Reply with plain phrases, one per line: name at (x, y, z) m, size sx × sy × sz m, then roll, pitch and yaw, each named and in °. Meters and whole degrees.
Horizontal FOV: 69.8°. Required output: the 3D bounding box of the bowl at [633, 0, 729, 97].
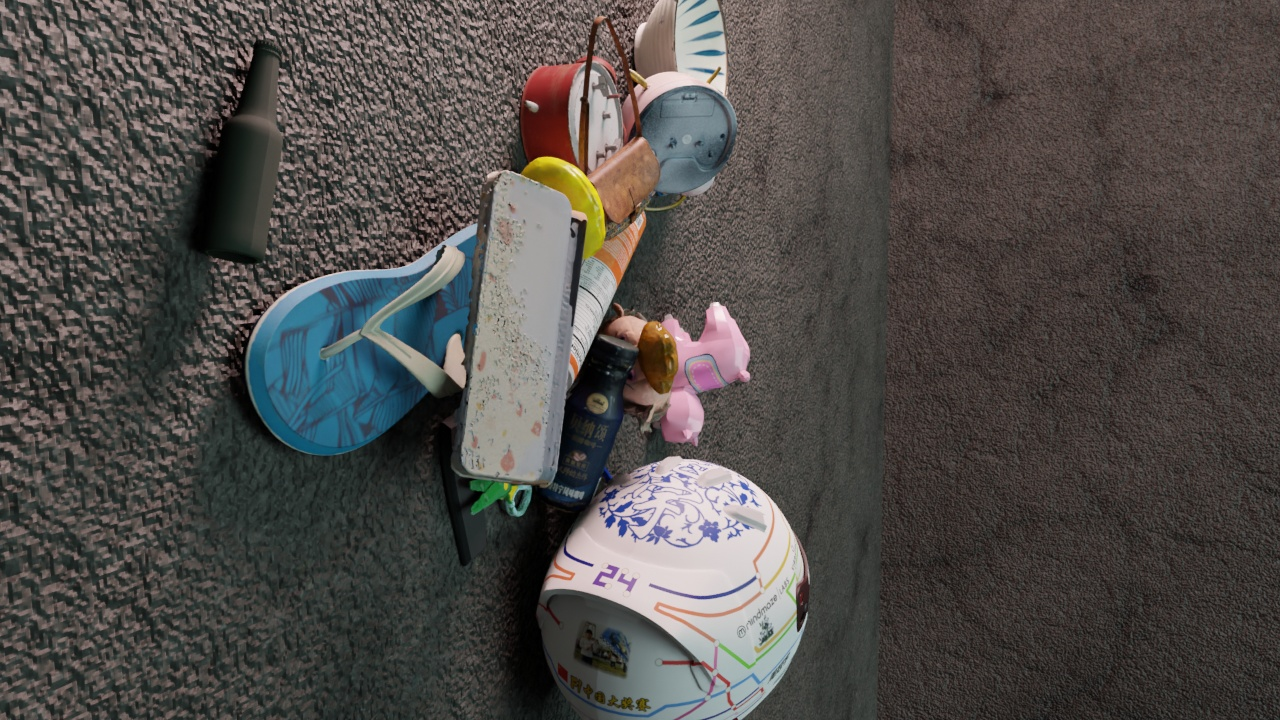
bowl at (0.039, -0.337, 1.014) m, size 0.177 × 0.071 × 0.177 m, roll 2°, pitch 90°, yaw -67°

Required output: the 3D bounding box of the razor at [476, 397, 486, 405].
razor at (-0.100, 0.047, 0.797) m, size 0.144 × 0.021 × 0.044 m, roll -6°, pitch 80°, yaw -65°

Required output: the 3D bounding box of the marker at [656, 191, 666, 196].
marker at (0.046, -0.226, 1.113) m, size 0.122 × 0.015 × 0.018 m, roll -54°, pitch 139°, yaw -54°

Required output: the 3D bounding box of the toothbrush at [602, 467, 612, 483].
toothbrush at (-0.025, 0.146, 0.993) m, size 0.187 × 0.017 × 0.011 m, roll 62°, pitch 40°, yaw -46°

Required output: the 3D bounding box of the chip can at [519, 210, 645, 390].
chip can at (-0.055, -0.068, 0.837) m, size 0.062 × 0.062 × 0.209 m, roll 69°, pitch 33°, yaw -43°

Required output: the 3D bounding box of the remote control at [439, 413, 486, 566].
remote control at (-0.139, 0.102, 0.727) m, size 0.039 × 0.010 × 0.125 m, roll -37°, pitch 126°, yaw -61°

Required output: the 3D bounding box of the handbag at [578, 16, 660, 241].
handbag at (-0.019, -0.194, 0.774) m, size 0.093 × 0.043 × 0.196 m, roll -47°, pitch 150°, yaw -35°

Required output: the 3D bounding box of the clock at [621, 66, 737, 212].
clock at (0.032, -0.220, 0.943) m, size 0.058 × 0.116 × 0.158 m, roll -118°, pitch -153°, yaw -45°

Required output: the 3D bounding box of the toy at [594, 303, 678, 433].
toy at (-0.005, 0.005, 0.888) m, size 0.132 × 0.076 × 0.176 m, roll 69°, pitch -16°, yaw 3°

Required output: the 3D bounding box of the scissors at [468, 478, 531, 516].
scissors at (-0.116, 0.113, 0.762) m, size 0.131 × 0.013 × 0.078 m, roll -45°, pitch 135°, yaw -69°

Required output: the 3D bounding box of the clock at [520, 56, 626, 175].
clock at (-0.047, -0.221, 0.842) m, size 0.156 × 0.062 × 0.110 m, roll -55°, pitch 140°, yaw -51°

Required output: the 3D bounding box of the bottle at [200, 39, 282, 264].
bottle at (-0.214, -0.116, 0.504) m, size 0.033 × 0.033 × 0.123 m, roll 25°, pitch 69°, yaw -65°

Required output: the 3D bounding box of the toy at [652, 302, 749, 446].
toy at (0.068, 0.019, 1.077) m, size 0.067 × 0.123 × 0.157 m, roll 44°, pitch 37°, yaw -60°

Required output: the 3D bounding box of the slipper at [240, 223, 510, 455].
slipper at (-0.148, -0.022, 0.635) m, size 0.294 × 0.060 × 0.118 m, roll -47°, pitch 138°, yaw -58°

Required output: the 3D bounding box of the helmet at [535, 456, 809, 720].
helmet at (0.040, 0.208, 0.868) m, size 0.313 × 0.231 × 0.236 m, roll -35°, pitch 131°, yaw -54°

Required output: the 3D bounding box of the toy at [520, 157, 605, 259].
toy at (-0.066, -0.127, 0.772) m, size 0.041 × 0.094 × 0.096 m, roll -42°, pitch 157°, yaw -30°

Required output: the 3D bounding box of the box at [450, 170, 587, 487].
box at (-0.098, -0.018, 0.677) m, size 0.121 × 0.094 × 0.217 m, roll 160°, pitch -62°, yaw -67°

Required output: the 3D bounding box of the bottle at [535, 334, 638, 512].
bottle at (-0.047, 0.056, 0.825) m, size 0.056 × 0.056 × 0.161 m, roll 0°, pitch 112°, yaw -66°
